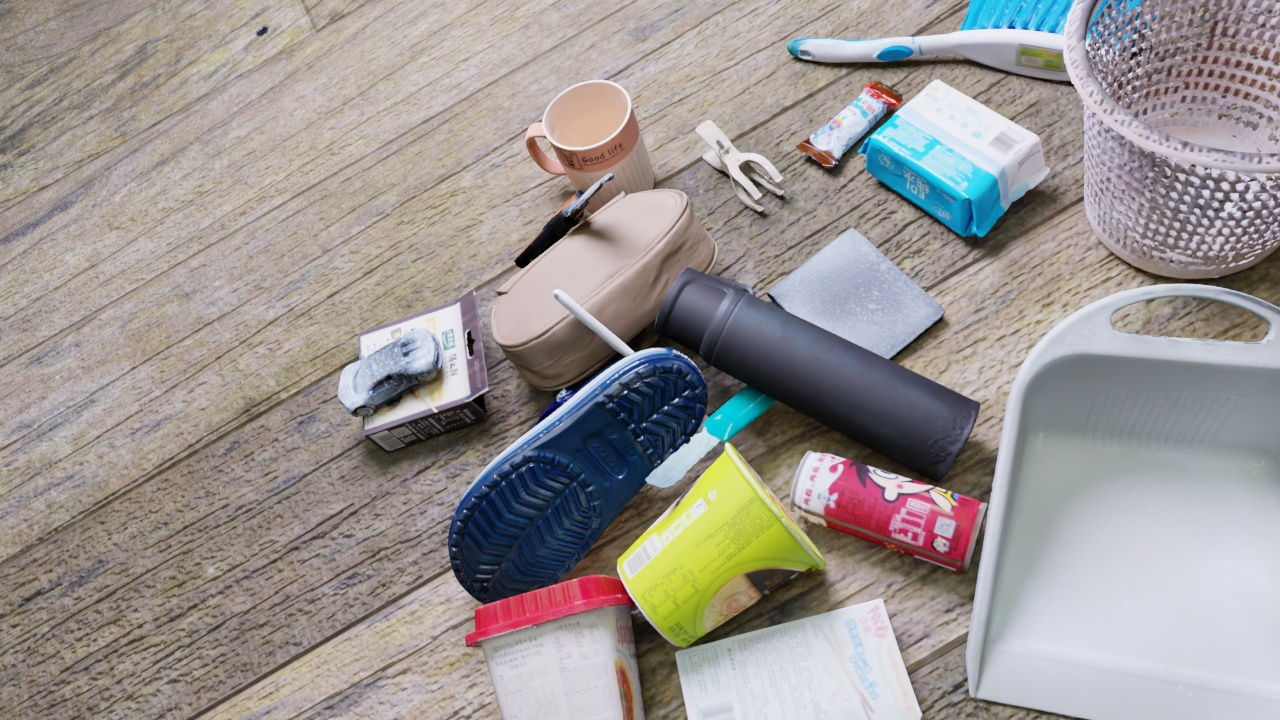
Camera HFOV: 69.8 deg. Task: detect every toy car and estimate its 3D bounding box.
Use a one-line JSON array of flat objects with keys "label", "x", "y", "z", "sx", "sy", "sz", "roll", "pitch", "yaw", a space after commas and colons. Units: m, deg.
[{"label": "toy car", "x": -0.223, "y": 0.009, "z": 0.807, "sx": 0.106, "sy": 0.031, "sz": 0.049, "roll": -29, "pitch": 56, "yaw": 7}]

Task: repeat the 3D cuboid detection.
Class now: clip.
[{"label": "clip", "x": 0.091, "y": -0.182, "z": 0.867, "sx": 0.034, "sy": 0.074, "sz": 0.100, "roll": -41, "pitch": 63, "yaw": -6}]

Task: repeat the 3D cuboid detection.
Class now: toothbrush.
[{"label": "toothbrush", "x": -0.004, "y": 0.004, "z": 0.737, "sx": 0.016, "sy": 0.180, "sz": 0.016, "roll": -52, "pitch": 20, "yaw": -9}]

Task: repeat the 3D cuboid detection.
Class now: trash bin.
[{"label": "trash bin", "x": 0.421, "y": -0.170, "z": 0.670, "sx": 0.228, "sy": 0.192, "sz": 0.227, "roll": -7, "pitch": 61, "yaw": 13}]

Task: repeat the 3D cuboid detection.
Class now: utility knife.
[{"label": "utility knife", "x": 0.077, "y": 0.039, "z": 0.714, "sx": 0.029, "sy": 0.013, "sz": 0.218, "roll": 39, "pitch": 49, "yaw": 19}]

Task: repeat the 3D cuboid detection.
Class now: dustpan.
[{"label": "dustpan", "x": 0.337, "y": 0.094, "z": 0.587, "sx": 0.223, "sy": 0.143, "sz": 0.257, "roll": 5, "pitch": 63, "yaw": 19}]

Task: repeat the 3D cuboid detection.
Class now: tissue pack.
[{"label": "tissue pack", "x": 0.268, "y": -0.173, "z": 0.794, "sx": 0.090, "sy": 0.063, "sz": 0.140, "roll": -41, "pitch": 60, "yaw": -9}]

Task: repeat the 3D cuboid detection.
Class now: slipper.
[{"label": "slipper", "x": -0.056, "y": 0.081, "z": 0.726, "sx": 0.253, "sy": 0.105, "sz": 0.095, "roll": -45, "pitch": 17, "yaw": 5}]

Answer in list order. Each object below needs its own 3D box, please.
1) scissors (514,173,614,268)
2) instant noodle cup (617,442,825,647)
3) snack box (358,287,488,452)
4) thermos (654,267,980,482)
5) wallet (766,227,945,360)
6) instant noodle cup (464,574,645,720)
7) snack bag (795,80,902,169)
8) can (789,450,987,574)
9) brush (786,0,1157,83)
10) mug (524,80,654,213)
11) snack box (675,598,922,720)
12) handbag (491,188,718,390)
[{"label": "scissors", "x": -0.068, "y": -0.117, "z": 0.798, "sx": 0.021, "sy": 0.235, "sz": 0.139, "roll": 42, "pitch": 96, "yaw": -11}, {"label": "instant noodle cup", "x": 0.053, "y": 0.142, "z": 0.672, "sx": 0.123, "sy": 0.111, "sz": 0.111, "roll": -40, "pitch": 59, "yaw": 4}, {"label": "snack box", "x": -0.193, "y": 0.009, "z": 0.840, "sx": 0.126, "sy": 0.053, "sz": 0.113, "roll": -17, "pitch": 59, "yaw": 7}, {"label": "thermos", "x": 0.135, "y": -0.001, "z": 0.708, "sx": 0.242, "sy": 0.069, "sz": 0.089, "roll": 29, "pitch": 46, "yaw": 12}, {"label": "wallet", "x": 0.181, "y": -0.047, "z": 0.781, "sx": 0.097, "sy": 0.019, "sz": 0.121, "roll": -38, "pitch": 60, "yaw": -3}, {"label": "instant noodle cup", "x": -0.051, "y": 0.227, "z": 0.653, "sx": 0.117, "sy": 0.116, "sz": 0.124, "roll": -17, "pitch": 70, "yaw": 7}, {"label": "snack bag", "x": 0.198, "y": -0.223, "z": 0.863, "sx": 0.105, "sy": 0.026, "sz": 0.045, "roll": -43, "pitch": 63, "yaw": -6}, {"label": "can", "x": 0.180, "y": 0.109, "z": 0.675, "sx": 0.133, "sy": 0.053, "sz": 0.053, "roll": 16, "pitch": 68, "yaw": 24}, {"label": "brush", "x": 0.301, "y": -0.310, "z": 0.867, "sx": 0.315, "sy": 0.060, "sz": 0.109, "roll": 21, "pitch": 74, "yaw": 28}, {"label": "mug", "x": -0.051, "y": -0.199, "z": 0.878, "sx": 0.115, "sy": 0.106, "sz": 0.081, "roll": 2, "pitch": 63, "yaw": 18}, {"label": "snack box", "x": 0.108, "y": 0.230, "z": 0.647, "sx": 0.157, "sy": 0.027, "sz": 0.084, "roll": -17, "pitch": 59, "yaw": 7}, {"label": "handbag", "x": -0.034, "y": -0.063, "z": 0.805, "sx": 0.204, "sy": 0.100, "sz": 0.148, "roll": -38, "pitch": 33, "yaw": -5}]
